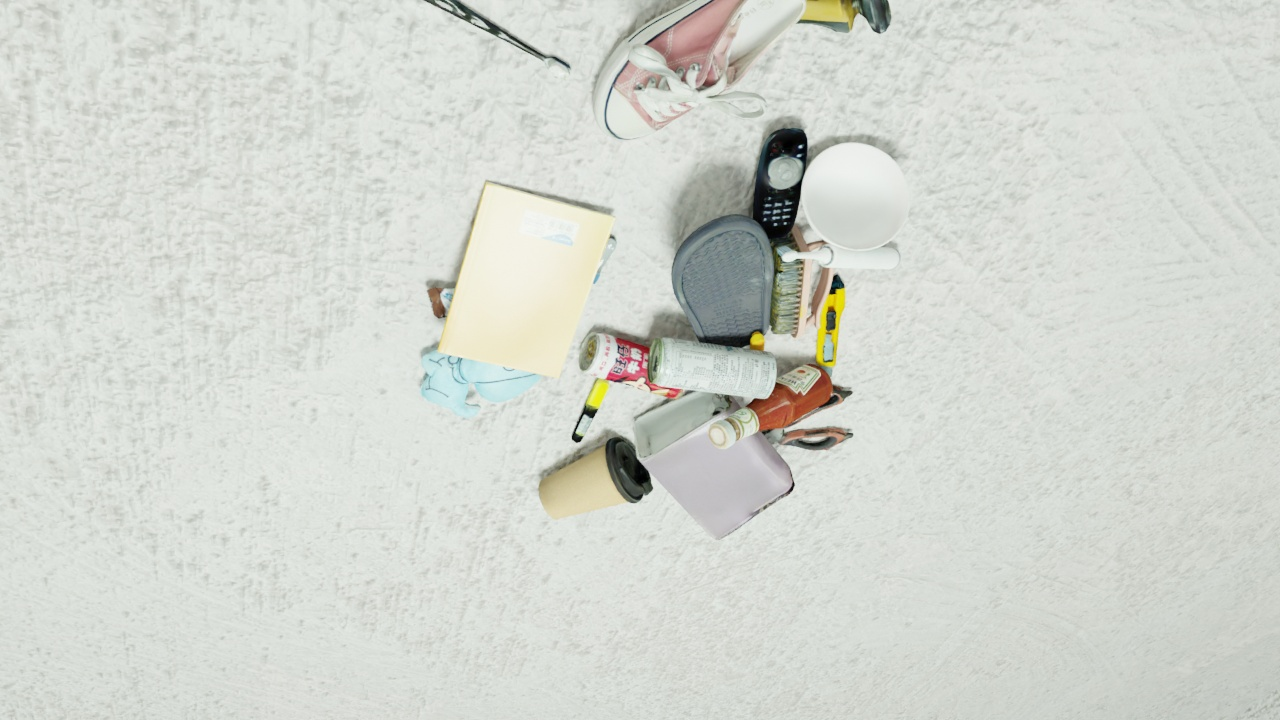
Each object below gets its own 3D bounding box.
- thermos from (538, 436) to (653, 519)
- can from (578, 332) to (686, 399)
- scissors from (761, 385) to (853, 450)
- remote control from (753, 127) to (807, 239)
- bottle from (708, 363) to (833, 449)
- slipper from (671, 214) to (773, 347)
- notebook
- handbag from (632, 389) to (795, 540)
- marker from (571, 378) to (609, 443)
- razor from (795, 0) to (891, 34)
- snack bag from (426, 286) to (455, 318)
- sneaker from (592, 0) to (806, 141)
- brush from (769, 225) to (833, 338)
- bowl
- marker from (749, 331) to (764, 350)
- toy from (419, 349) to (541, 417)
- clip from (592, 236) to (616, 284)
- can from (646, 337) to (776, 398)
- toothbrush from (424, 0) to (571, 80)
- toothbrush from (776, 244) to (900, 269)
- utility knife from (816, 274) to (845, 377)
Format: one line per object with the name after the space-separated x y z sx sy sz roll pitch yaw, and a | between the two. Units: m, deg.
-0.062 0.165 1.244 0.143 0.093 0.093 -24 134 20 | thermos
-0.007 0.007 1.124 0.132 0.053 0.053 17 127 -27 | can
0.204 0.102 1.292 0.224 0.015 0.189 8 130 -20 | scissors
0.149 -0.192 0.991 0.053 0.024 0.137 -4 133 -7 | remote control
0.162 0.059 1.146 0.205 0.060 0.060 -23 146 -41 | bottle
0.089 -0.096 1.040 0.111 0.083 0.268 -16 153 3 | slipper
-0.126 -0.081 1.005 0.145 0.010 0.207 12 116 -19 | notebook
0.101 0.130 1.228 0.145 0.098 0.197 -28 126 18 | handbag
-0.066 0.066 1.196 0.018 0.015 0.124 9 133 -20 | marker
0.149 -0.332 0.839 0.167 0.062 0.068 -1 163 -6 | razor
-0.183 -0.070 1.028 0.105 0.026 0.045 -6 137 -5 | snack bag
0.046 -0.262 0.829 0.242 0.087 0.118 -27 135 36 | sneaker
0.187 -0.084 1.077 0.073 0.063 0.146 -10 135 -4 | brush
0.223 -0.169 0.994 0.118 0.118 0.065 -6 173 -8 | bowl
0.145 -0.005 1.151 0.018 0.015 0.124 -15 156 -1 | marker
-0.182 0.010 1.088 0.156 0.049 0.162 6 128 -8 | toy
-0.047 -0.116 1.023 0.027 0.044 0.058 26 117 -31 | clip
0.085 0.009 1.090 0.146 0.058 0.058 7 131 -13 | can
-0.139 -0.300 0.826 0.181 0.018 0.016 23 127 -29 | toothbrush
0.222 -0.115 1.018 0.220 0.026 0.027 -5 133 -45 | toothbrush
0.242 -0.037 1.168 0.033 0.015 0.178 -9 135 -1 | utility knife
